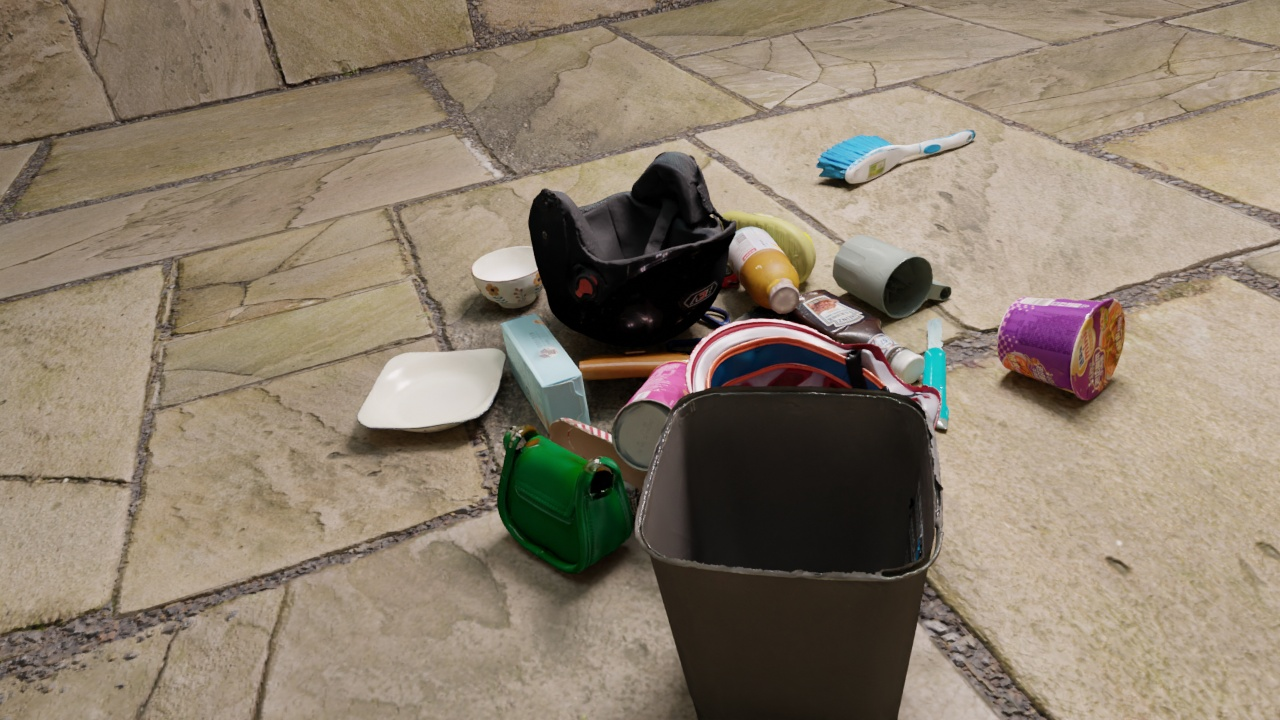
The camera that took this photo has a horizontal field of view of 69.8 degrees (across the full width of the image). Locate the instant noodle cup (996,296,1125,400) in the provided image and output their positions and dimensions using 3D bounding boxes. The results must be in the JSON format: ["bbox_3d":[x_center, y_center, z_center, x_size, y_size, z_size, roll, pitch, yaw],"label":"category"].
[{"bbox_3d":[0.456,-0.020,1.006,0.111,0.112,0.099,-30,29,-31],"label":"instant noodle cup"}]

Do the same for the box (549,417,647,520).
[{"bbox_3d":[-0.053,0.119,0.933,0.164,0.075,0.081,22,31,34],"label":"box"}]

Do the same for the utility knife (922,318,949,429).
[{"bbox_3d":[0.341,0.010,1.060,0.029,0.013,0.220,1,36,17],"label":"utility knife"}]

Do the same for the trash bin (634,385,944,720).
[{"bbox_3d":[0.116,0.160,0.683,0.199,0.220,0.198,0,33,15],"label":"trash bin"}]

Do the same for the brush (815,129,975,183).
[{"bbox_3d":[0.448,-0.366,1.598,0.313,0.061,0.109,-27,42,-31],"label":"brush"}]

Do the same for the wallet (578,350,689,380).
[{"bbox_3d":[-0.007,0.006,1.103,0.130,0.035,0.119,-3,7,-1],"label":"wallet"}]

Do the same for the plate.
[{"bbox_3d":[-0.249,0.042,1.124,0.164,0.034,0.163,-4,33,8],"label":"plate"}]

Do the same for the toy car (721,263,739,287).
[{"bbox_3d":[0.088,-0.128,1.304,0.120,0.045,0.052,2,32,6],"label":"toy car"}]

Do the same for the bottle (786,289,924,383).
[{"bbox_3d":[0.261,-0.029,1.113,0.079,0.044,0.195,-19,34,-25],"label":"bottle"}]

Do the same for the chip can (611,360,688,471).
[{"bbox_3d":[0.024,0.053,0.940,0.071,0.071,0.210,-1,10,10],"label":"chip can"}]

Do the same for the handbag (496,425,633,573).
[{"bbox_3d":[-0.076,0.128,0.871,0.131,0.120,0.067,20,36,39],"label":"handbag"}]

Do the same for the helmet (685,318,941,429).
[{"bbox_3d":[0.150,0.073,0.877,0.206,0.144,0.240,-22,39,-24],"label":"helmet"}]

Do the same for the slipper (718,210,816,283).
[{"bbox_3d":[0.189,-0.174,1.317,0.081,0.092,0.191,-24,32,-28],"label":"slipper"}]

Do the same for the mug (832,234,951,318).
[{"bbox_3d":[0.329,-0.110,1.205,0.123,0.084,0.103,5,21,-33],"label":"mug"}]

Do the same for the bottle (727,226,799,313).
[{"bbox_3d":[0.160,-0.115,1.183,0.068,0.068,0.189,-11,28,-4],"label":"bottle"}]

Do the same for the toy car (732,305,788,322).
[{"bbox_3d":[0.141,-0.035,1.141,0.048,0.032,0.105,26,42,33],"label":"toy car"}]

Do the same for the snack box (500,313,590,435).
[{"bbox_3d":[-0.115,0.015,1.099,0.051,0.074,0.175,-18,34,-17],"label":"snack box"}]

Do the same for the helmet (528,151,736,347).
[{"bbox_3d":[-0.007,-0.127,1.150,0.232,0.230,0.275,-27,35,-34],"label":"helmet"}]

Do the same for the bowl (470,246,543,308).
[{"bbox_3d":[-0.185,-0.115,1.330,0.113,0.062,0.113,-5,32,3],"label":"bowl"}]

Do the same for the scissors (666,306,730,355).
[{"bbox_3d":[0.113,-0.031,1.179,0.175,0.012,0.162,-12,33,-10],"label":"scissors"}]
